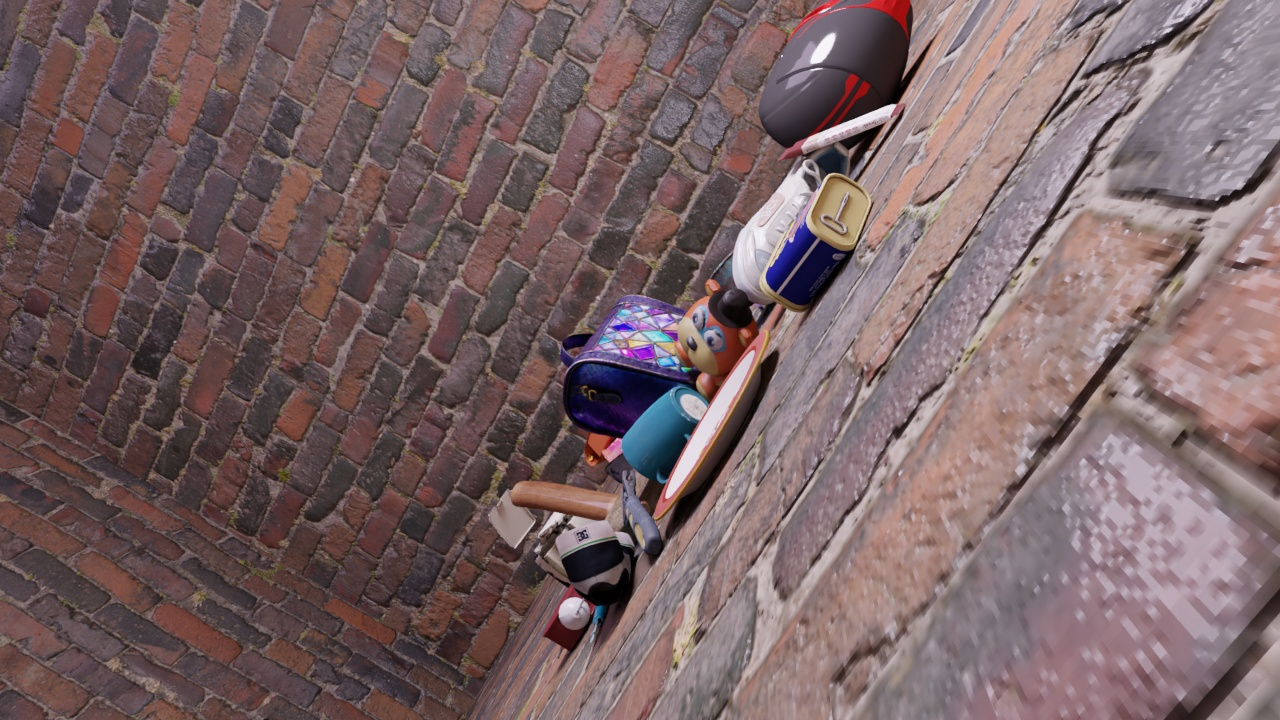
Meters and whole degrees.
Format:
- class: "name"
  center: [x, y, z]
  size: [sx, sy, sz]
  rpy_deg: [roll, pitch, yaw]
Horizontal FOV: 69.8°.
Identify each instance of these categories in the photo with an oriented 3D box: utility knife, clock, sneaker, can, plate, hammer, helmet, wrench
- class: "utility knife"
  center: [-0.046, 0.295, 1.087]
  size: [0.022, 0.015, 0.151]
  rpy_deg: [-59, 3, 10]
- class: "clock"
  center: [0.174, -0.131, 1.281]
  size: [0.157, 0.073, 0.121]
  rpy_deg: [-38, -10, -29]
- class: "clock"
  center: [-0.087, 0.333, 1.216]
  size: [0.125, 0.044, 0.086]
  rpy_deg: [-59, 0, 37]
- class: "sneaker"
  center: [-0.044, 0.241, 1.046]
  size: [0.084, 0.079, 0.235]
  rpy_deg: [-20, -17, -1]
- class: "sneaker"
  center: [0.190, -0.177, 1.121]
  size: [0.241, 0.089, 0.091]
  rpy_deg: [-58, 5, -27]
- class: "can"
  center: [0.174, -0.118, 0.903]
  size: [0.116, 0.056, 0.092]
  rpy_deg: [-59, 1, -42]
- class: "plate"
  center: [0.081, 0.072, 0.966]
  size: [0.230, 0.021, 0.230]
  rpy_deg: [-59, 0, 0]
- class: "hammer"
  center: [-0.097, 0.208, 1.306]
  size: [0.301, 0.037, 0.157]
  rpy_deg: [-1, 52, 51]
- class: "helmet"
  center: [0.265, -0.376, 1.272]
  size: [0.265, 0.164, 0.169]
  rpy_deg: [-40, 28, 58]
- class: "wrench"
  center: [-0.004, 0.179, 1.059]
  size: [0.273, 0.022, 0.073]
  rpy_deg: [-152, 60, -81]

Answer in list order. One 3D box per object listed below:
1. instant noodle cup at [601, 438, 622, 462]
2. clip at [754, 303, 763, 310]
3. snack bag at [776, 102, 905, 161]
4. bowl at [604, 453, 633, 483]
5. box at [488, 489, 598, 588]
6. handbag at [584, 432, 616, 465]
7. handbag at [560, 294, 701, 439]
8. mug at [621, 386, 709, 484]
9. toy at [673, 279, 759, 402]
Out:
- class: "instant noodle cup"
  center: [0.010, 0.131, 1.446]
  size: [0.108, 0.097, 0.097]
  rpy_deg: [-52, 0, 3]
- class: "clip"
  center: [0.182, -0.089, 1.374]
  size: [0.035, 0.013, 0.051]
  rpy_deg: [-60, 2, 10]
- class: "snack bag"
  center: [0.246, -0.280, 1.128]
  size: [0.158, 0.013, 0.056]
  rpy_deg: [-17, 21, 31]
- class: "bowl"
  center: [0.008, 0.151, 1.334]
  size: [0.114, 0.045, 0.114]
  rpy_deg: [-28, -15, -8]
- class: "box"
  center: [-0.144, 0.272, 1.470]
  size: [0.143, 0.193, 0.107]
  rpy_deg: [-51, 0, -38]
- class: "handbag"
  center: [-0.011, 0.109, 1.536]
  size: [0.171, 0.060, 0.109]
  rpy_deg: [-14, -43, -40]
- class: "handbag"
  center: [-0.008, 0.008, 1.317]
  size: [0.204, 0.222, 0.126]
  rpy_deg: [-59, -20, -54]
- class: "mug"
  center: [0.040, 0.098, 1.129]
  size: [0.104, 0.084, 0.112]
  rpy_deg: [-53, 32, 31]
- class: "toy"
  center: [0.096, -0.028, 1.134]
  size: [0.096, 0.112, 0.177]
  rpy_deg: [-14, -31, -33]
